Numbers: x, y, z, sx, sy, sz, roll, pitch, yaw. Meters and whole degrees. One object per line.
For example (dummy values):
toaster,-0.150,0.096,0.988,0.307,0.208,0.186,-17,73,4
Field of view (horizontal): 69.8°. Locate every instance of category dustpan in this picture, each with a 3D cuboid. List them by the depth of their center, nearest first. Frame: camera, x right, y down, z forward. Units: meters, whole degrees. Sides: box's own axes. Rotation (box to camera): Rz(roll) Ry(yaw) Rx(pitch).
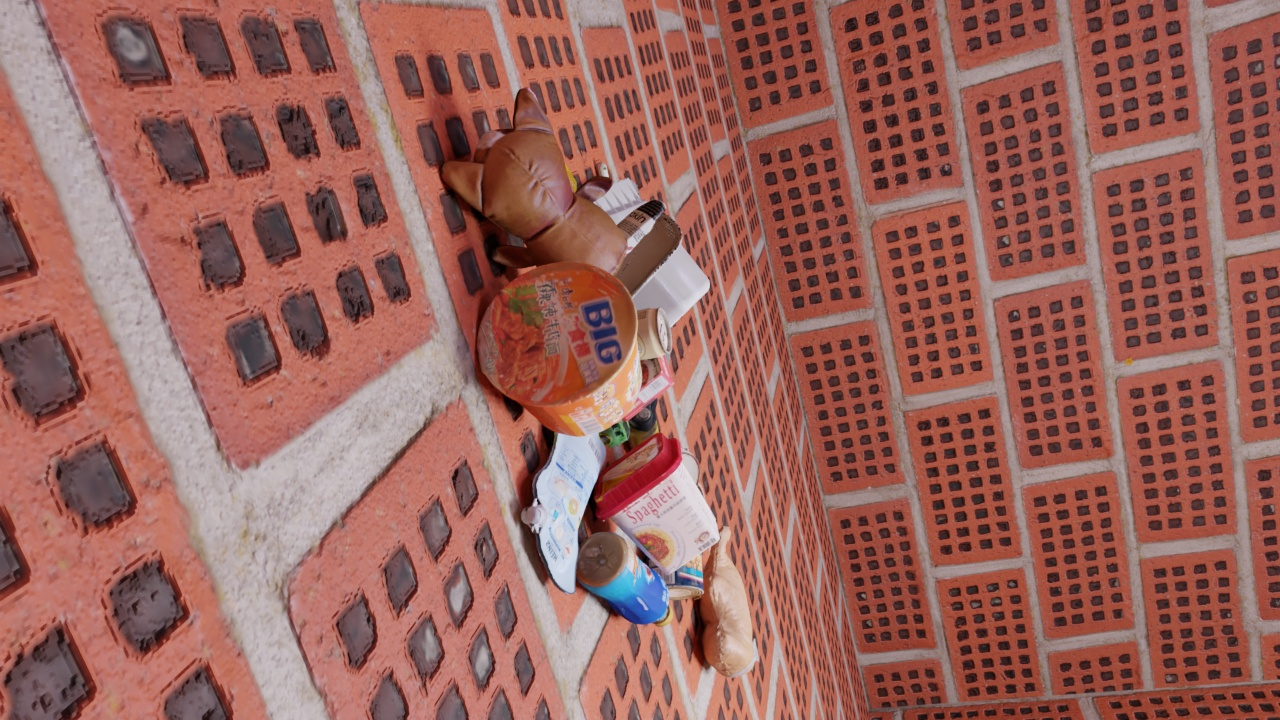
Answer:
dustpan,-0.010,-0.107,1.305,0.257,0.143,0.222,48,23,-1

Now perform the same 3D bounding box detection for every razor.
razor,0.008,0.117,1.222,0.067,0.062,0.168,-133,-155,-56

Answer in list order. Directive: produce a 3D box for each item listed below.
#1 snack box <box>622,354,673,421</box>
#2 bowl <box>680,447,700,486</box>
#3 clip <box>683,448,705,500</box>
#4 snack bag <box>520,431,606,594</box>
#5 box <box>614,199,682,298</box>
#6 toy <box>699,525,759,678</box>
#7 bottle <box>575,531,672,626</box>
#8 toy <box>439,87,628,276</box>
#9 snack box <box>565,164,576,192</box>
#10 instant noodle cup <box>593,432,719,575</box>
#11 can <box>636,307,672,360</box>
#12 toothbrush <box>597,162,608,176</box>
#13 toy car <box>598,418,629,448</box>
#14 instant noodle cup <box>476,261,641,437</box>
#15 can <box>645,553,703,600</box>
snack box,-0.007,0.007,1.120,0.025,0.075,0.152,46,14,-27
bowl,0.015,0.151,1.163,0.062,0.113,0.113,37,-18,42
clip,0.073,0.185,1.436,0.071,0.035,0.100,23,53,-70
snack bag,-0.076,0.135,0.941,0.190,0.039,0.110,-74,155,-54
box,-0.017,-0.114,1.098,0.088,0.162,0.076,43,-5,-31
toy,0.131,0.376,1.426,0.143,0.082,0.225,70,14,-58
bottle,-0.009,0.260,1.042,0.219,0.065,0.065,58,26,-53
toy,-0.100,-0.154,0.904,0.140,0.130,0.199,-54,134,-14
snack box,-0.103,-0.175,1.055,0.087,0.034,0.140,55,27,-56
instant noodle cup,0.023,0.165,1.047,0.124,0.116,0.116,52,7,-9
can,-0.026,-0.024,1.069,0.058,0.116,0.058,-10,89,-74
toothbrush,-0.035,-0.191,1.325,0.029,0.020,0.189,-19,100,-37
toy car,-0.041,0.065,1.112,0.043,0.036,0.091,-81,151,-46
instant noodle cup,-0.067,-0.002,0.880,0.111,0.151,0.151,68,18,-61
can,0.043,0.254,1.206,0.075,0.075,0.111,53,31,-57
